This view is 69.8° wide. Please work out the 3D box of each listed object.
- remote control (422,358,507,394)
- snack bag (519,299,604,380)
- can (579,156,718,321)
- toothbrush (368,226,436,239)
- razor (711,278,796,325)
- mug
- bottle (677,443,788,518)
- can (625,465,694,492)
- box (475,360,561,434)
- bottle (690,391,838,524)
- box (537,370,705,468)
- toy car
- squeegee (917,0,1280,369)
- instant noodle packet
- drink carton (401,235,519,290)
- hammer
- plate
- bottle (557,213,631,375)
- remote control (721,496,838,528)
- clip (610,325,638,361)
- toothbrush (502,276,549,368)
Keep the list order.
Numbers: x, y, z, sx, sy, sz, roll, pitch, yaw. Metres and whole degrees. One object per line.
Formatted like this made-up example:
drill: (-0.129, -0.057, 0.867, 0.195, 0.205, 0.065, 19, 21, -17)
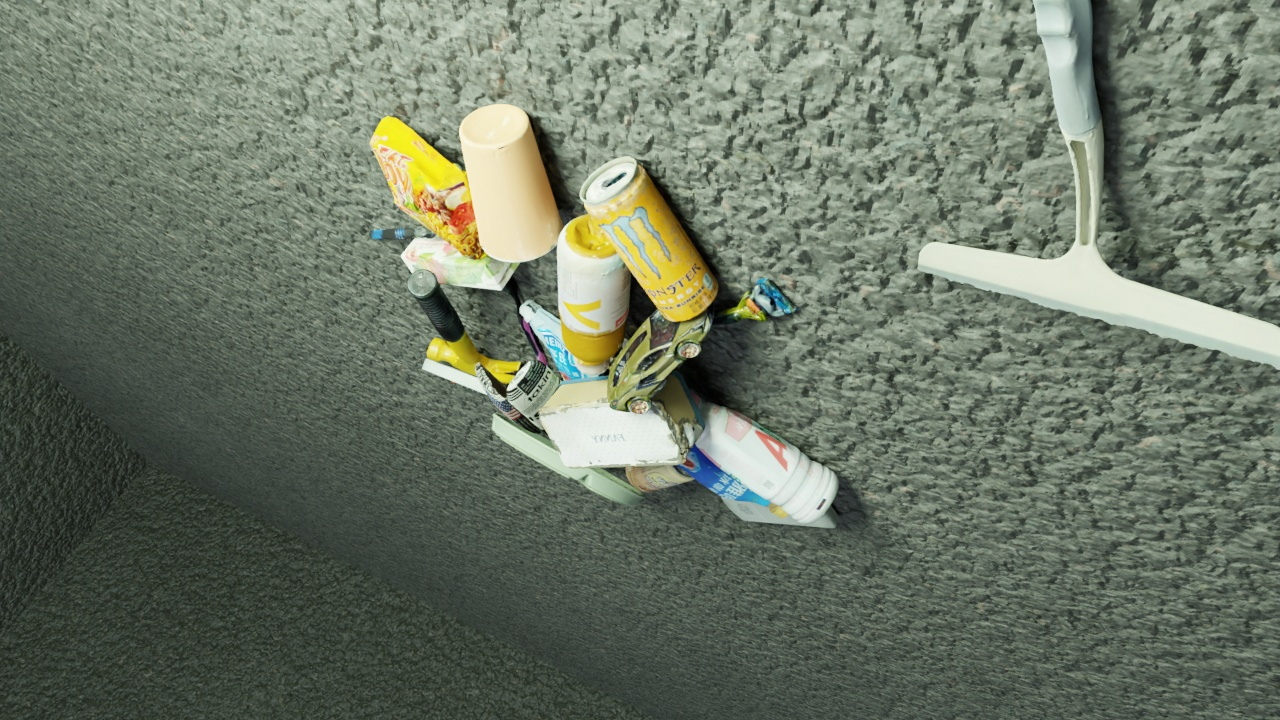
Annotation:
remote control: (-0.225, 0.029, 1.236, 0.135, 0.019, 0.056, 20, 178, 19)
snack bag: (-0.072, 0.006, 1.051, 0.110, 0.038, 0.191, 38, 163, 39)
can: (0.010, -0.100, 0.783, 0.058, 0.058, 0.146, 2, 141, 42)
toothbrush: (-0.263, -0.138, 0.992, 0.190, 0.016, 0.014, 10, 110, 54)
razor: (0.078, -0.043, 0.851, 0.042, 0.022, 0.143, 45, 149, -23)
mug: (-0.115, -0.156, 0.799, 0.078, 0.078, 0.123, 18, 145, 21)
bottle: (0.083, 0.112, 1.056, 0.218, 0.065, 0.065, 34, 152, -9)
can: (0.031, 0.127, 1.136, 0.058, 0.058, 0.117, 37, 152, -14)
box: (-0.143, 0.039, 1.124, 0.086, 0.075, 0.162, 28, 170, 21)
bottle: (0.120, 0.101, 0.999, 0.197, 0.068, 0.068, 34, 152, -5)
box: (-0.027, 0.065, 0.977, 0.185, 0.062, 0.090, -4, 122, 37)
toy car: (0.016, -0.012, 0.868, 0.042, 0.070, 0.159, 23, 129, -25)
squeegee: (0.251, -0.129, 0.531, 0.247, 0.039, 0.247, 26, 151, 47)
instant noodle packet: (-0.202, -0.163, 0.871, 0.128, 0.044, 0.111, 38, 155, 29)
drink carton: (-0.187, -0.110, 0.959, 0.123, 0.053, 0.045, 9, 145, 33)
hammer: (-0.218, -0.034, 1.071, 0.129, 0.032, 0.301, 19, 164, 7)
plate: (-0.099, 0.135, 1.218, 0.230, 0.027, 0.230, 29, 174, 3)
bottle: (-0.045, -0.055, 0.880, 0.068, 0.067, 0.190, 23, 145, 13)
remote control: (0.170, 0.179, 1.130, 0.150, 0.021, 0.058, -4, 137, 46)
clip: (-0.004, 0.002, 0.986, 0.035, 0.072, 0.100, 5, 138, 37)
toothbrush: (-0.134, -0.040, 1.067, 0.018, 0.014, 0.189, 27, 154, 27)
